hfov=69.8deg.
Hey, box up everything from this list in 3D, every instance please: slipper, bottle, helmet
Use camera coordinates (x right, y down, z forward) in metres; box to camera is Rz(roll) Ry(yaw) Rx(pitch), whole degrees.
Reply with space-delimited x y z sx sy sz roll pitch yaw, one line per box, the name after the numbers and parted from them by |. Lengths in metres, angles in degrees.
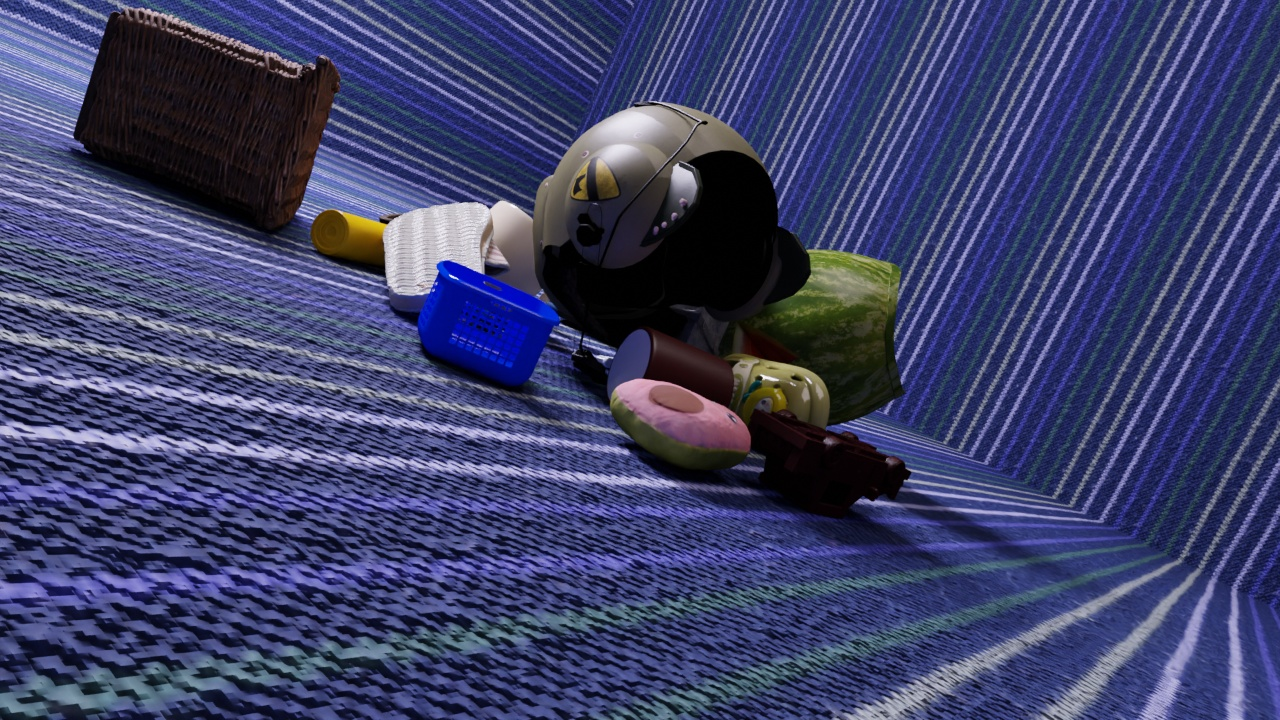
-0.180 -0.092 0.851 0.115 0.052 0.262 -7 25 -6 | slipper
-0.268 -0.118 0.917 0.043 0.043 0.143 27 6 15 | bottle
0.010 -0.111 0.865 0.250 0.256 0.233 20 11 -46 | helmet
0.114 0.036 0.941 0.081 0.091 0.191 19 5 -30 | slipper
0.189 -0.025 1.110 0.247 0.213 0.242 -1 12 21 | helmet

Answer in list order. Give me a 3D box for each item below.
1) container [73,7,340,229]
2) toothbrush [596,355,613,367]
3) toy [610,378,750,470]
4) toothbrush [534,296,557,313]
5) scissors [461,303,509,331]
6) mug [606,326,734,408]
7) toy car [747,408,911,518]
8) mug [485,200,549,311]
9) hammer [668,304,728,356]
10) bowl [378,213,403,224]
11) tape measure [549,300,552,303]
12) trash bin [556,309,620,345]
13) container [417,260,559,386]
-0.406 -0.239 0.887 0.183 0.162 0.250 19 7 -19 | container
-0.006 0.006 1.061 0.017 0.012 0.186 24 5 22 | toothbrush
0.033 0.048 0.663 0.109 0.051 0.090 20 9 -46 | toy
-0.083 -0.056 1.282 0.167 0.014 0.014 24 14 -15 | toothbrush
-0.168 -0.055 0.911 0.146 0.019 0.133 23 4 -4 | scissors
0.016 0.021 0.789 0.082 0.073 0.106 22 -18 -26 | mug
0.151 0.088 0.750 0.169 0.062 0.070 19 9 -46 | toy car
-0.141 -0.096 0.992 0.120 0.099 0.096 46 -10 -36 | mug
-0.041 -0.097 1.059 0.327 0.176 0.079 14 -24 28 | hammer
-0.248 -0.142 1.094 0.121 0.056 0.121 3 14 -1 | bowl
-0.114 -0.093 1.397 0.059 0.030 0.068 23 7 -4 | tape measure
-0.002 -0.098 1.255 0.172 0.140 0.139 26 14 -4 | trash bin
-0.115 -0.027 0.677 0.096 0.058 0.114 23 6 -16 | container
